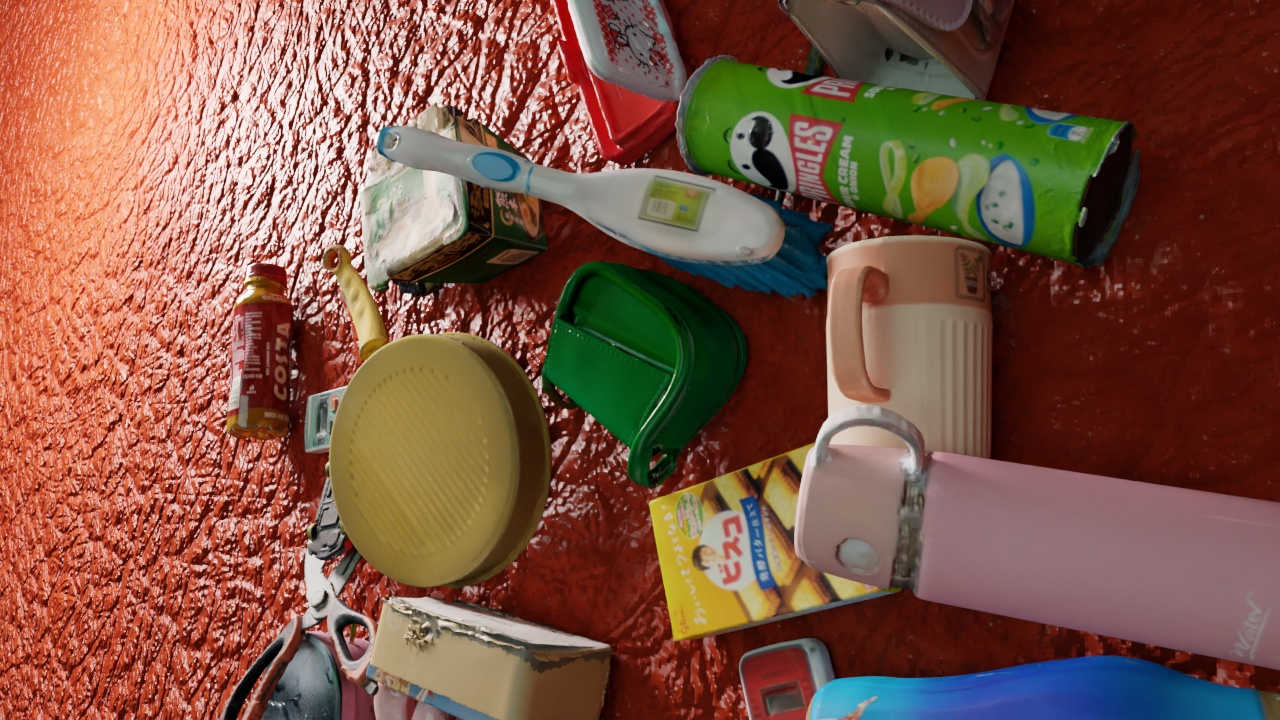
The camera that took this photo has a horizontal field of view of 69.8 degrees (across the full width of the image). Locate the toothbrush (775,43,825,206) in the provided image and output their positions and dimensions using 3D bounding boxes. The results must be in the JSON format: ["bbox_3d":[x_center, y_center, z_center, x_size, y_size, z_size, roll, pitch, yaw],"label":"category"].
[{"bbox_3d":[0.097,-0.146,0.575,0.012,0.017,0.186,17,92,39],"label":"toothbrush"}]

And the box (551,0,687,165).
[{"bbox_3d":[-0.037,-0.251,0.657,0.095,0.101,0.201,-32,61,30],"label":"box"}]

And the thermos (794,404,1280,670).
[{"bbox_3d":[0.167,0.068,0.383,0.199,0.067,0.087,9,122,18],"label":"thermos"}]

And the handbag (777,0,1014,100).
[{"bbox_3d":[0.150,-0.250,0.470,0.098,0.144,0.197,17,92,44],"label":"handbag"}]

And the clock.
[{"bbox_3d":[-0.268,0.295,0.760,0.159,0.059,0.117,-47,55,20],"label":"clock"}]

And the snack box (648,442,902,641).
[{"bbox_3d":[0.073,0.105,0.531,0.141,0.033,0.086,-26,64,35],"label":"snack box"}]

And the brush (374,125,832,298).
[{"bbox_3d":[-0.034,-0.105,0.582,0.315,0.109,0.060,20,95,36],"label":"brush"}]

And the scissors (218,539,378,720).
[{"bbox_3d":[-0.261,0.210,0.732,0.189,0.015,0.222,-40,36,-5],"label":"scissors"}]

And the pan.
[{"bbox_3d":[-0.197,0.021,0.749,0.198,0.078,0.357,-48,66,18],"label":"pan"}]

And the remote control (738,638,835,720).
[{"bbox_3d":[0.091,0.223,0.498,0.056,0.020,0.135,-25,65,33],"label":"remote control"}]

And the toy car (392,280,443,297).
[{"bbox_3d":[-0.186,-0.134,0.793,0.070,0.042,0.158,13,95,42],"label":"toy car"}]

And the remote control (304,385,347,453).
[{"bbox_3d":[-0.260,0.050,0.833,0.135,0.019,0.056,-12,73,38],"label":"remote control"}]

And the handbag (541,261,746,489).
[{"bbox_3d":[-0.004,0.004,0.601,0.131,0.067,0.120,39,113,37],"label":"handbag"}]

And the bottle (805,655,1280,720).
[{"bbox_3d":[0.180,0.165,0.404,0.219,0.065,0.065,-21,67,35],"label":"bottle"}]

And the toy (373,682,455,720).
[{"bbox_3d":[-0.171,0.311,0.672,0.121,0.054,0.159,19,102,38],"label":"toy"}]

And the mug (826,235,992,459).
[{"bbox_3d":[0.127,-0.004,0.456,0.082,0.114,0.106,-4,80,37],"label":"mug"}]

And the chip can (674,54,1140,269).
[{"bbox_3d":[0.132,-0.112,0.491,0.236,0.072,0.072,23,95,35],"label":"chip can"}]

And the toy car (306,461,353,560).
[{"bbox_3d":[-0.254,0.123,0.789,0.049,0.031,0.106,-17,49,29],"label":"toy car"}]

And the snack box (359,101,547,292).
[{"bbox_3d":[-0.137,-0.115,0.709,0.118,0.105,0.117,-22,69,36],"label":"snack box"}]

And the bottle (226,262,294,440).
[{"bbox_3d":[-0.380,-0.010,0.921,0.058,0.057,0.174,-15,71,37],"label":"bottle"}]

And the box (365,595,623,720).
[{"bbox_3d":[-0.100,0.204,0.617,0.185,0.089,0.061,3,78,44],"label":"box"}]
